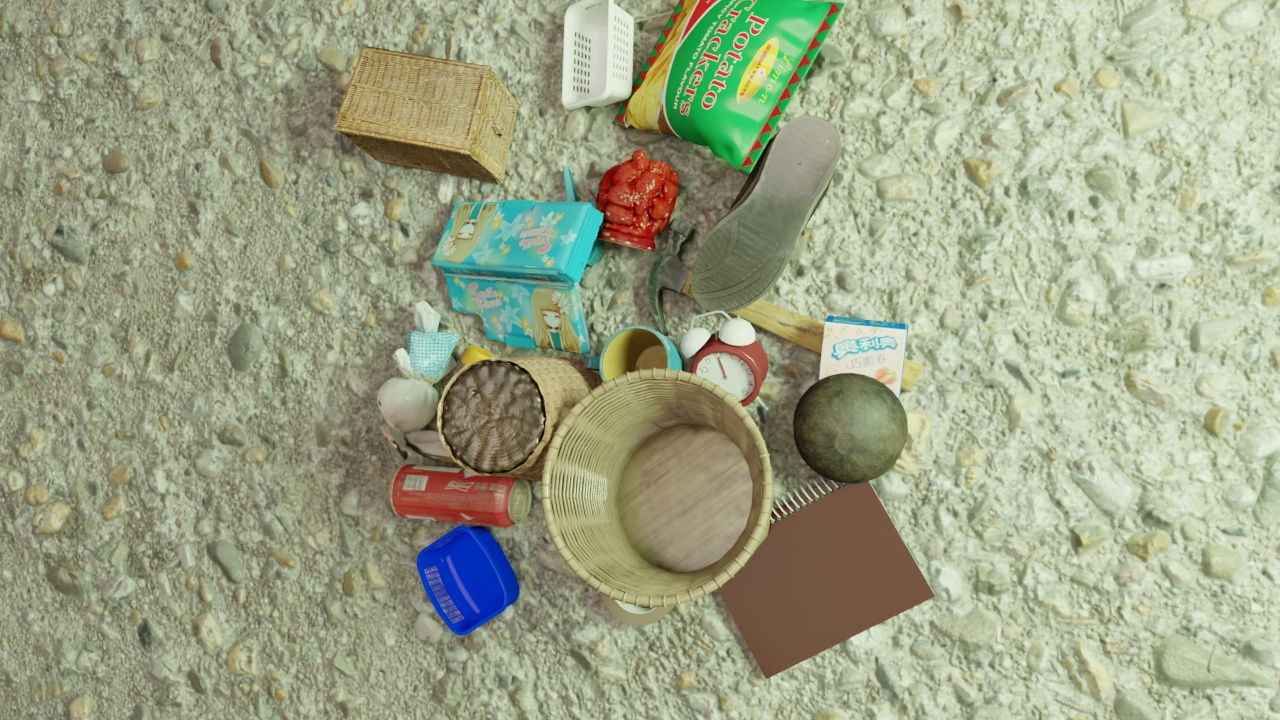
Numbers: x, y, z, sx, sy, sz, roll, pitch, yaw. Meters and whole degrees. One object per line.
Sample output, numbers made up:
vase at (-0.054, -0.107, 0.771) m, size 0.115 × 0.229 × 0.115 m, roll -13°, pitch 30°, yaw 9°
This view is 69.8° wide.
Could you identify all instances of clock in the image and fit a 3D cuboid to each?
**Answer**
clock at (0.095, 0.002, 1.033) m, size 0.087 × 0.044 × 0.124 m, roll -13°, pitch 113°, yaw 26°

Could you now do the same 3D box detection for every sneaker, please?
sneaker at (0.138, -0.161, 1.021) m, size 0.095 × 0.119 × 0.235 m, roll 27°, pitch 106°, yaw 3°

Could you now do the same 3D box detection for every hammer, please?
hammer at (0.158, -0.043, 1.050) m, size 0.331 × 0.033 × 0.132 m, roll 24°, pitch 92°, yaw 15°

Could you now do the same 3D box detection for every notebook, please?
notebook at (0.191, 0.233, 1.029) m, size 0.209 × 0.022 × 0.171 m, roll -31°, pitch 81°, yaw 12°

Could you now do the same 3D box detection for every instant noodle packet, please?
instant noodle packet at (0.087, -0.329, 1.033) m, size 0.253 × 0.090 × 0.195 m, roll 34°, pitch 96°, yaw 45°

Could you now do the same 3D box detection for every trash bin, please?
trash bin at (-0.124, 0.060, 1.016) m, size 0.151 × 0.210 × 0.151 m, roll -2°, pitch 83°, yaw 14°

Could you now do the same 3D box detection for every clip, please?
clip at (-0.055, -0.175, 1.120) m, size 0.113 × 0.028 × 0.126 m, roll 15°, pitch 90°, yaw 17°

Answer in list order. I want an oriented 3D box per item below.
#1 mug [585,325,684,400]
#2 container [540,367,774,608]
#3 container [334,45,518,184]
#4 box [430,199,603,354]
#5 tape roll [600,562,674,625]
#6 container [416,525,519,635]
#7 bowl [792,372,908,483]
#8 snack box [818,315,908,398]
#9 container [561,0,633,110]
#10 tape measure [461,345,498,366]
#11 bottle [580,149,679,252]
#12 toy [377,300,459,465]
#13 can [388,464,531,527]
mug at (-0.006, 0.006, 1.053) m, size 0.112 × 0.104 × 0.084 m, roll 3°, pitch 87°, yaw 18°
container at (0.034, 0.139, 0.962) m, size 0.227 × 0.196 × 0.226 m, roll -3°, pitch 77°, yaw 14°
container at (-0.259, -0.303, 1.137) m, size 0.198 × 0.113 × 0.112 m, roll 14°, pitch 85°, yaw 14°
box at (-0.154, -0.104, 1.094) m, size 0.227 × 0.073 × 0.181 m, roll 8°, pitch 95°, yaw 36°
tape roll at (0.001, 0.260, 1.073) m, size 0.094 × 0.030 × 0.093 m, roll -1°, pitch 86°, yaw 15°
container at (-0.206, 0.263, 1.115) m, size 0.096 × 0.058 × 0.114 m, roll -34°, pitch 79°, yaw 11°
bowl at (0.219, 0.078, 0.968) m, size 0.121 × 0.056 × 0.121 m, roll 4°, pitch 106°, yaw 15°
snack box at (0.238, 0.032, 1.000) m, size 0.088 × 0.033 × 0.154 m, roll 6°, pitch 107°, yaw 15°
container at (-0.049, -0.366, 1.104) m, size 0.081 × 0.049 × 0.129 m, roll -1°, pitch 86°, yaw 44°
tape measure at (-0.189, 0.007, 1.126) m, size 0.068 × 0.059 × 0.030 m, roll 30°, pitch 94°, yaw 14°
bottle at (-0.010, -0.190, 1.078) m, size 0.099 × 0.098 × 0.111 m, roll 17°, pitch 98°, yaw 16°
toy at (-0.286, 0.025, 1.137) m, size 0.106 × 0.131 × 0.205 m, roll -5°, pitch 79°, yaw 31°
can at (-0.220, 0.164, 1.116) m, size 0.170 × 0.067 × 0.067 m, roll 2°, pitch 87°, yaw 19°
